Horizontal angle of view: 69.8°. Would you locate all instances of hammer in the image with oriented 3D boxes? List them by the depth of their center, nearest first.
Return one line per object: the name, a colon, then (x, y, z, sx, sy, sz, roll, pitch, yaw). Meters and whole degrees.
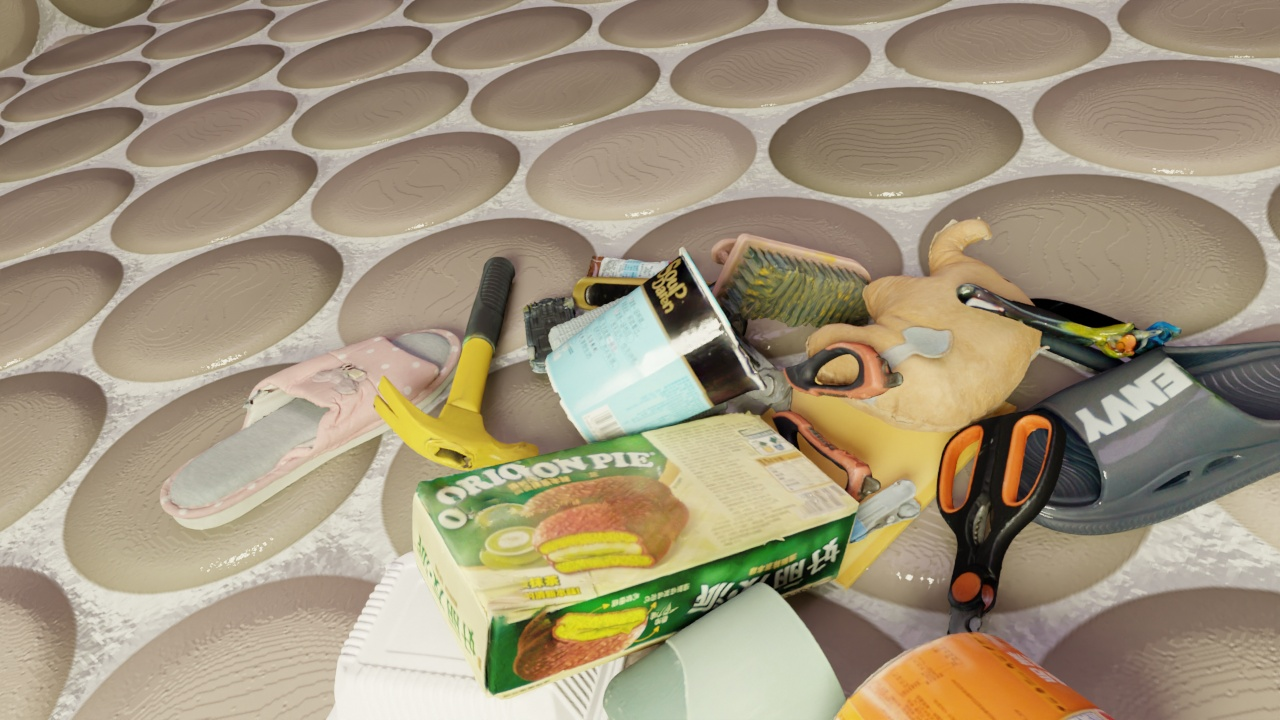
hammer: (-0.140, -0.010, 0.790, 0.128, 0.033, 0.300, 19, 30, -12)

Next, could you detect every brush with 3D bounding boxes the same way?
brush: (0.129, -0.065, 0.752, 0.145, 0.063, 0.073, 6, 34, -28)

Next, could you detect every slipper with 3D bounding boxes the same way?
slipper: (0.352, 0.026, 0.593, 0.268, 0.083, 0.110, -16, 36, -6)
slipper: (-0.271, 0.040, 0.768, 0.273, 0.054, 0.114, -35, 43, -28)

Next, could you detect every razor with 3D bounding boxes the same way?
razor: (0.283, -0.026, 0.619, 0.143, 0.043, 0.022, 16, 68, 3)
razor: (0.014, -0.052, 0.806, 0.168, 0.062, 0.067, 9, 10, 31)

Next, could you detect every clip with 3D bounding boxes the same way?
clip: (0.154, 0.099, 0.595, 0.057, 0.028, 0.024, -26, 39, -4)

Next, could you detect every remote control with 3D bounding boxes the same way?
remote control: (0.338, -0.020, 0.700, 0.053, 0.024, 0.136, -34, 43, -26)

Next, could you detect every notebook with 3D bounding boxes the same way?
notebook: (0.150, 0.062, 0.660, 0.205, 0.010, 0.146, -37, 44, -28)

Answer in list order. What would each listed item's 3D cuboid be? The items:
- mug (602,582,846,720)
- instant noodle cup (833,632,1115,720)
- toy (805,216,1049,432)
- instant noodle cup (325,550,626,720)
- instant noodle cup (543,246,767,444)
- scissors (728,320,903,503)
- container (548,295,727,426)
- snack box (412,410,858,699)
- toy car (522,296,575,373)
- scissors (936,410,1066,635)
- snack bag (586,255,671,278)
mug: (0.049, 0.191, 0.476, 0.106, 0.082, 0.111, -29, 75, -14)
instant noodle cup: (0.152, 0.197, 0.388, 0.151, 0.151, 0.111, -23, 31, -13)
toy: (0.227, -0.029, 0.680, 0.143, 0.083, 0.225, 31, 50, 25)
instant noodle cup: (-0.100, 0.172, 0.553, 0.174, 0.060, 0.137, 0, 40, 17)
instant noodle cup: (0.005, 0.001, 0.614, 0.120, 0.111, 0.111, -30, 38, 7)
scissors: (0.108, 0.019, 0.652, 0.015, 0.215, 0.196, 9, 60, -28)
container: (-0.004, 0.004, 0.715, 0.111, 0.090, 0.090, -21, 38, -6)
snack box: (0.000, 0.101, 0.535, 0.239, 0.063, 0.114, -11, 34, -30)
toy car: (-0.077, -0.021, 0.810, 0.049, 0.031, 0.105, -14, 36, -1)
scissors: (0.189, 0.129, 0.546, 0.234, 0.021, 0.125, -57, 22, -14)
snack bag: (-0.002, -0.078, 0.863, 0.104, 0.026, 0.048, 3, 64, 21)
